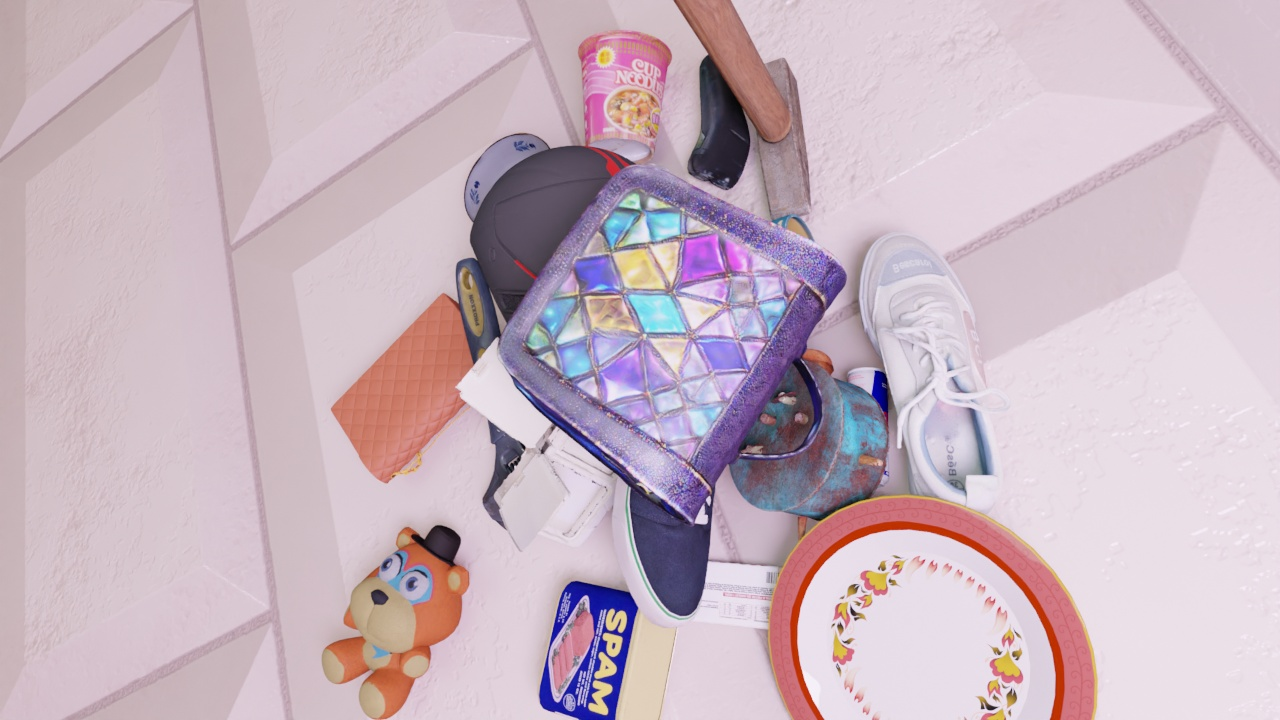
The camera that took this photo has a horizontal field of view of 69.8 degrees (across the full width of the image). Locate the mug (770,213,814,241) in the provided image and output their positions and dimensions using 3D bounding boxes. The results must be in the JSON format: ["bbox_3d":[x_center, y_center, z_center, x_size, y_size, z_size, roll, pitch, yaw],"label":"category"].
[{"bbox_3d":[0.103,-0.059,0.805,0.104,0.084,0.112,-16,94,29],"label":"mug"}]

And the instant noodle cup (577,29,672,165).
[{"bbox_3d":[-0.018,-0.261,0.931,0.098,0.097,0.108,-3,78,26],"label":"instant noodle cup"}]

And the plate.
[{"bbox_3d":[0.200,0.210,0.655,0.230,0.021,0.230,1,91,33],"label":"plate"}]

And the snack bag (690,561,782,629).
[{"bbox_3d":[0.091,0.193,0.750,0.158,0.013,0.057,-3,74,28],"label":"snack bag"}]

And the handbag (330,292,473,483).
[{"bbox_3d":[-0.221,0.032,0.943,0.172,0.060,0.109,-45,53,2],"label":"handbag"}]

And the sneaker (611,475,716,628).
[{"bbox_3d":[0.034,0.093,0.740,0.079,0.084,0.235,-20,63,49],"label":"sneaker"}]

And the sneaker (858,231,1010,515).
[{"bbox_3d":[0.226,0.002,0.692,0.089,0.091,0.242,-7,70,0],"label":"sneaker"}]

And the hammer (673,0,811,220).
[{"bbox_3d":[0.077,-0.242,0.747,0.037,0.300,0.157,-13,66,23],"label":"hammer"}]

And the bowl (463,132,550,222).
[{"bbox_3d":[-0.130,-0.182,0.983,0.114,0.045,0.114,-10,68,25],"label":"bowl"}]

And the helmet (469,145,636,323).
[{"bbox_3d":[-0.059,-0.110,0.840,0.265,0.164,0.170,7,98,53],"label":"helmet"}]

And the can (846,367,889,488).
[{"bbox_3d":[0.184,0.054,0.742,0.032,0.032,0.095,-5,70,26],"label":"can"}]

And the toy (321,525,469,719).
[{"bbox_3d":[-0.222,0.237,0.859,0.112,0.096,0.175,23,73,32],"label":"toy"}]

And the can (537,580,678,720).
[{"bbox_3d":[-0.028,0.246,0.762,0.092,0.056,0.116,2,73,37],"label":"can"}]

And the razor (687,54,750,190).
[{"bbox_3d":[0.071,-0.236,0.901,0.067,0.054,0.151,-27,54,36],"label":"razor"}]

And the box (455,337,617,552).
[{"bbox_3d":[-0.070,0.085,0.752,0.143,0.193,0.106,-55,34,6],"label":"box"}]

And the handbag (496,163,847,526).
[{"bbox_3d":[0.032,-0.006,0.663,0.222,0.125,0.204,33,80,4],"label":"handbag"}]

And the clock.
[{"bbox_3d":[0.121,0.052,0.734,0.121,0.073,0.157,-52,40,26],"label":"clock"}]

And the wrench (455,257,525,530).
[{"bbox_3d":[-0.138,0.034,0.880,0.073,0.022,0.273,-15,85,18],"label":"wrench"}]
